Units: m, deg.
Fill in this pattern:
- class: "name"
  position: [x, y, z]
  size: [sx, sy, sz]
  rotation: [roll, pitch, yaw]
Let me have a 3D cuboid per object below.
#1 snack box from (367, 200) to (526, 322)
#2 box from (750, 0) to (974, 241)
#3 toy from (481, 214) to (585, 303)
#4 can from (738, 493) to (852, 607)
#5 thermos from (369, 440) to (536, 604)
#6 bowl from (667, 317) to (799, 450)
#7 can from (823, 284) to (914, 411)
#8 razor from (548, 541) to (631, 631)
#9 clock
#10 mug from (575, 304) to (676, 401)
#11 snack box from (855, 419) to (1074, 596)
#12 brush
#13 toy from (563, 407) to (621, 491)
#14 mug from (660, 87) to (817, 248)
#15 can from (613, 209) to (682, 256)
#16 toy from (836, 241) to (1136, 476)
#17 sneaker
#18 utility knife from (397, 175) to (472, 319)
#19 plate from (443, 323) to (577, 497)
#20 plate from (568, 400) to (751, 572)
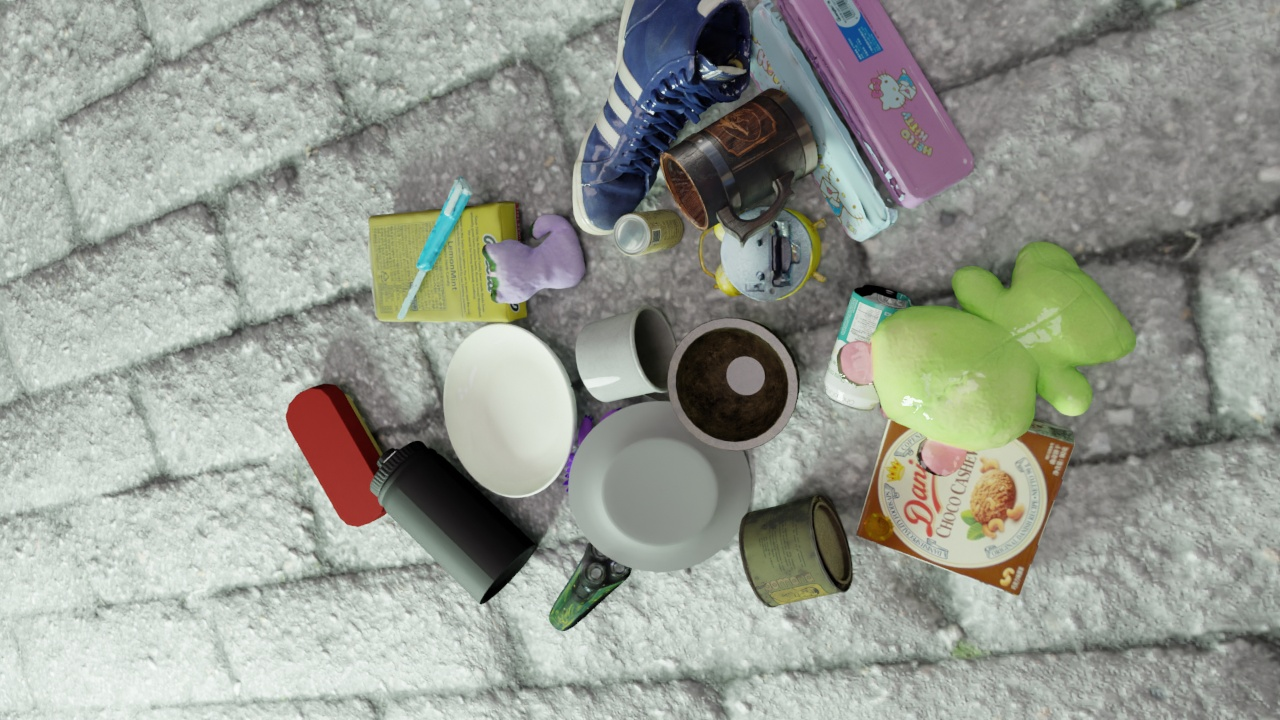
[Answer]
- class: "snack box"
  position: [-0.206, -0.101, 0.970]
  size: [0.181, 0.045, 0.121]
  rotation: [0, 99, 27]
- class: "box"
  position: [0.176, -0.216, 0.774]
  size: [0.090, 0.091, 0.214]
  rotation: [-30, 88, -15]
- class: "toy"
  position: [-0.106, -0.101, 0.906]
  size: [0.099, 0.036, 0.080]
  rotation: [-13, 95, -17]
- class: "can"
  position: [0.144, 0.175, 0.842]
  size: [0.075, 0.089, 0.090]
  rotation: [-20, 92, 27]
- class: "thermos"
  position: [-0.216, 0.168, 1.011]
  size: [0.198, 0.086, 0.086]
  rotation: [41, 115, 12]
- class: "bowl"
  position: [0.091, 0.018, 0.849]
  size: [0.121, 0.056, 0.121]
  rotation: [4, 100, 21]
- class: "can"
  position: [0.197, -0.011, 0.795]
  size: [0.055, 0.054, 0.102]
  rotation: [22, 110, 19]
- class: "razor"
  position: [-0.061, 0.242, 0.969]
  size: [0.054, 0.067, 0.152]
  rotation: [44, 124, 12]
- class: "clock"
  position: [0.105, -0.097, 0.817]
  size: [0.119, 0.057, 0.083]
  rotation: [3, 103, 24]
- class: "mug"
  position: [-0.005, 0.005, 0.886]
  size: [0.071, 0.084, 0.113]
  rotation: [-13, 128, 29]
- class: "snack box"
  position: [0.276, 0.108, 0.792]
  size: [0.147, 0.041, 0.143]
  rotation: [18, 109, 20]
- class: "brush"
  position: [-0.348, 0.109, 1.085]
  size: [0.082, 0.041, 0.173]
  rotation: [-32, 87, 27]
- class: "toy"
  position: [-0.043, 0.103, 0.931]
  size: [0.088, 0.055, 0.106]
  rotation: [-53, 53, 38]
- class: "mug"
  position: [0.090, -0.155, 0.763]
  size: [0.107, 0.080, 0.115]
  rotation: [-31, 58, -9]
- class: "can"
  position: [0.008, -0.118, 0.845]
  size: [0.038, 0.079, 0.038]
  rotation: [6, 104, 24]
- class: "toy"
  position: [0.274, -0.005, 0.713]
  size: [0.197, 0.107, 0.150]
  rotation: [-37, 82, 0]
- class: "sneaker"
  position: [0.027, -0.209, 0.793]
  size: [0.118, 0.091, 0.233]
  rotation: [26, 103, 43]
- class: "utility knife"
  position: [-0.215, -0.111, 0.935]
  size: [0.022, 0.015, 0.167]
  rotation: [39, 111, 17]
- class: "plate"
  position: [-0.132, 0.051, 0.962]
  size: [0.183, 0.034, 0.182]
  rotation: [5, 99, 35]
- class: "plate"
  position: [0.019, 0.126, 0.892]
  size: [0.178, 0.012, 0.178]
  rotation: [0, 104, 0]
